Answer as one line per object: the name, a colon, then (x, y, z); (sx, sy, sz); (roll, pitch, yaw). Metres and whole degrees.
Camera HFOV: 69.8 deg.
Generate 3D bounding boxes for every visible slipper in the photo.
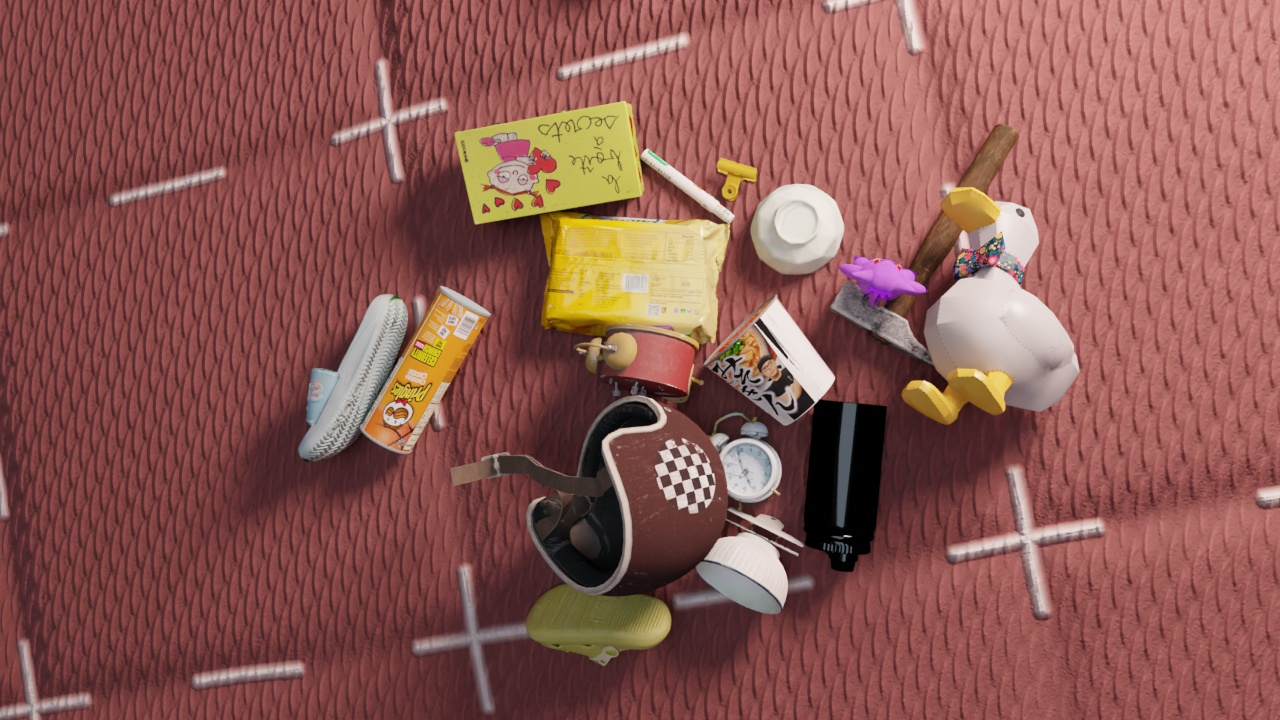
slipper: (-0.049, 0.339, 1.167); (0.191, 0.091, 0.082); (-2, 128, 19)
slipper: (-0.388, 0.020, 1.222); (0.074, 0.104, 0.245); (24, 87, 12)

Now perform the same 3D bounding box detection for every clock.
clock: (-0.007, 0.006, 1.123); (0.158, 0.117, 0.081); (16, 78, -27)
clock: (0.129, 0.123, 1.145); (0.083, 0.057, 0.117); (-23, 77, 9)

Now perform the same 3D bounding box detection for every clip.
clip: (0.120, -0.230, 1.175); (0.054, 0.044, 0.050); (18, 128, 9)
clip: (0.158, 0.204, 1.136); (0.102, 0.056, 0.046); (26, 97, 17)

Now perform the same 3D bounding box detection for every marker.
marker: (0.061, -0.225, 1.185); (0.145, 0.017, 0.017); (39, 95, 9)

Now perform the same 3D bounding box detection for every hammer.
hammer: (0.400, -0.132, 1.111); (0.218, 0.037, 0.300); (32, 94, 9)

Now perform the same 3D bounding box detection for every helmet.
helmet: (-0.029, 0.160, 1.078); (0.234, 0.252, 0.233); (-43, 65, 43)

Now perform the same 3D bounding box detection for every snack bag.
snack bag: (-0.015, -0.108, 1.170); (0.247, 0.068, 0.159); (4, 90, 11)

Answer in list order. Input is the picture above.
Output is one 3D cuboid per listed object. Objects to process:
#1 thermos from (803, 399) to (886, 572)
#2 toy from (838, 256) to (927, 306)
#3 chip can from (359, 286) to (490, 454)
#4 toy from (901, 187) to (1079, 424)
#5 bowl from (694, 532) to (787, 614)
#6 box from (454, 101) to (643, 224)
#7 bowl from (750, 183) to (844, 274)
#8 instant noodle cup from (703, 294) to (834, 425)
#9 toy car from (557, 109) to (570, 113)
thermos: (0.244, 0.150, 1.107); (0.086, 0.086, 0.198); (5, 89, 10)
toy: (0.280, -0.090, 1.068); (0.106, 0.088, 0.056); (17, 96, 10)
chip can: (-0.284, 0.013, 1.212); (0.075, 0.075, 0.215); (31, 94, 10)
toy: (0.400, -0.049, 1.026); (0.246, 0.141, 0.266); (39, 66, -12)
bowl: (0.131, 0.252, 1.121); (0.118, 0.118, 0.062); (28, 64, 10)
box: (-0.110, -0.252, 1.167); (0.221, 0.081, 0.124); (-5, 106, 10)
bowl: (0.194, -0.167, 1.137); (0.117, 0.061, 0.117); (0, 88, 9)
instant noodle cup: (0.163, 0.006, 1.116); (0.124, 0.123, 0.122); (-45, 91, 6)
toy car: (-0.122, -0.299, 1.214); (0.090, 0.027, 0.039); (-20, 96, 12)
